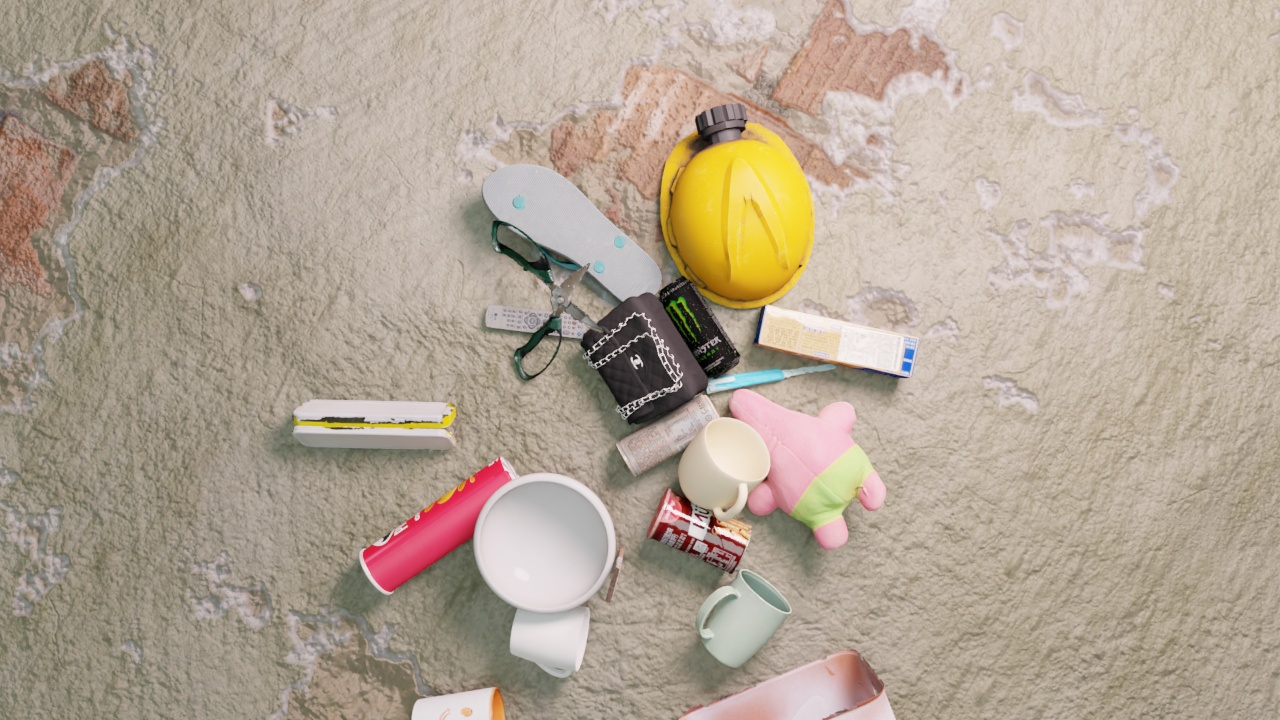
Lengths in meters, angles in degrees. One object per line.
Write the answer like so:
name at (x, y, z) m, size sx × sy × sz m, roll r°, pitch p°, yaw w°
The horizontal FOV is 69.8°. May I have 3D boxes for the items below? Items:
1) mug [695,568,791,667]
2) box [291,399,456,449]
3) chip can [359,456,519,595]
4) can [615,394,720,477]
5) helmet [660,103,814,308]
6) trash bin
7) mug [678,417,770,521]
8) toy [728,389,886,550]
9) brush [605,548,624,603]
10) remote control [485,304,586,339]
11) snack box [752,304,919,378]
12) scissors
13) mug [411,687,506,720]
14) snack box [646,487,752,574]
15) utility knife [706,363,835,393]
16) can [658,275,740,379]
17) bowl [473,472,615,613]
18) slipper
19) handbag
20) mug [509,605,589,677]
mug at (0.120, 0.330, 1.175) m, size 0.111 × 0.084 × 0.104 m, roll 30°, pitch 101°, yaw -35°
box at (-0.349, 0.085, 1.205) m, size 0.210 × 0.067 × 0.070 m, roll 1°, pitch 86°, yaw 0°
chip can at (-0.254, 0.214, 1.197) m, size 0.220 × 0.069 × 0.069 m, roll -34°, pitch 88°, yaw -1°
can at (0.039, 0.098, 1.206) m, size 0.135 × 0.054 × 0.054 m, roll -30°, pitch 88°, yaw 0°
helmet at (0.130, -0.197, 1.177) m, size 0.205 × 0.131 × 0.255 m, roll -13°, pitch 89°, yaw -1°
trash bin at (0.189, 0.494, 1.131) m, size 0.259 × 0.181 × 0.157 m, roll -21°, pitch 90°, yaw -1°
mug at (0.101, 0.148, 1.160) m, size 0.096 × 0.100 × 0.120 m, roll 9°, pitch 49°, yaw -26°
toy at (0.203, 0.125, 1.190) m, size 0.236 × 0.096 × 0.192 m, roll 45°, pitch 98°, yaw 15°
brush at (-0.029, 0.260, 1.157) m, size 0.008 × 0.143 × 0.045 m, roll 15°, pitch 97°, yaw 2°
remote control at (-0.140, -0.052, 1.232) m, size 0.136 × 0.013 × 0.033 m, roll 7°, pitch 88°, yaw 1°
snack box at (0.256, -0.024, 1.207) m, size 0.207 × 0.057 × 0.056 m, roll 13°, pitch 87°, yaw 0°
scissors at (-0.139, -0.073, 1.190) m, size 0.201 × 0.015 × 0.204 m, roll 40°, pitch 121°, yaw 12°
mug at (-0.232, 0.471, 1.183) m, size 0.105 × 0.082 × 0.082 m, roll -9°, pitch 88°, yaw 1°
snack box at (0.077, 0.222, 1.193) m, size 0.121 × 0.072 × 0.072 m, roll 24°, pitch 88°, yaw 1°
utility knife at (0.175, 0.022, 1.226) m, size 0.176 × 0.015 × 0.022 m, roll -7°, pitch 60°, yaw -1°
can at (0.078, -0.043, 1.209) m, size 0.054 × 0.054 × 0.137 m, roll -33°, pitch 88°, yaw -1°
bowl at (-0.117, 0.224, 1.158) m, size 0.176 × 0.066 × 0.176 m, roll 0°, pitch 95°, yaw 3°
slipper at (-0.087, -0.171, 1.224) m, size 0.268 × 0.055 × 0.098 m, roll 33°, pitch 86°, yaw -10°
handbag at (-0.007, 0.007, 1.176) m, size 0.125 × 0.114 × 0.153 m, roll -33°, pitch 90°, yaw 23°
mug at (-0.118, 0.368, 1.195) m, size 0.088 × 0.080 × 0.114 m, roll 8°, pitch 119°, yaw 7°
